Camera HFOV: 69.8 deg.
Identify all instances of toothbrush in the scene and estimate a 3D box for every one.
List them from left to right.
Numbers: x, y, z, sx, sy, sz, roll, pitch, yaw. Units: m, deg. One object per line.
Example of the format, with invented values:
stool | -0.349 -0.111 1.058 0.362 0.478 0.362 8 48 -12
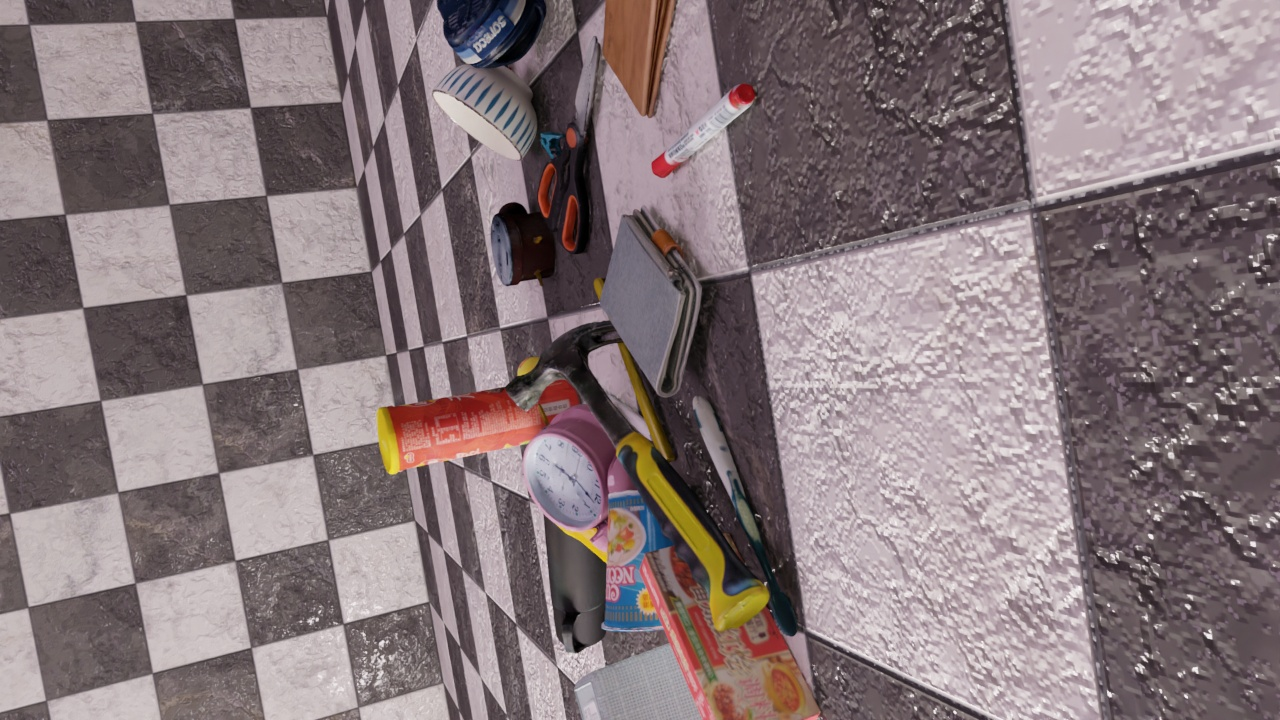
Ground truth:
toothbrush | -0.024 0.045 0.889 0.180 0.016 0.016 -148 47 -62
toothbrush | -0.005 0.005 0.827 0.016 0.016 0.190 119 135 -57
toothbrush | 0.074 0.110 0.675 0.018 0.016 0.191 99 153 -63

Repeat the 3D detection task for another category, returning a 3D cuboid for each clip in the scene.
clip | -0.089 -0.222 0.936 0.055 0.013 0.034 -134 40 -55

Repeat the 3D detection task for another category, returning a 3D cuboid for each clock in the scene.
clock | -0.138 -0.133 1.043 0.122 0.055 0.082 -131 36 -54
clock | -0.042 0.114 0.866 0.158 0.059 0.117 31 124 23

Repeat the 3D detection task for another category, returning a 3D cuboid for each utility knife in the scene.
utility knife | -0.039 0.182 0.911 0.176 0.015 0.033 36 121 24

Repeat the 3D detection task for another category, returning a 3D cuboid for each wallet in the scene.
wallet | -0.005 -0.260 0.703 0.115 0.020 0.101 99 153 -45
wallet | 0.011 -0.052 0.729 0.129 0.037 0.107 -122 38 -47

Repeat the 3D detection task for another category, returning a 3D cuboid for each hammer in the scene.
hammer | 0.001 0.076 0.727 0.032 0.126 0.323 46 -177 -46

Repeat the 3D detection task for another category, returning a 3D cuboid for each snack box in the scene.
snack box | 0.061 0.201 0.666 0.026 0.075 0.152 105 148 -45

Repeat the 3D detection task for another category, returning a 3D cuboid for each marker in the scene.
marker | 0.041 -0.157 0.635 0.145 0.017 0.017 159 100 -68

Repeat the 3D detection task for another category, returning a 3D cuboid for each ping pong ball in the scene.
ping pong ball | -0.128 0.016 1.103 0.040 0.040 0.040 169 90 -69

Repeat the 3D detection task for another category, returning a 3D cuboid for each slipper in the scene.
slipper | -0.137 -0.343 0.906 0.095 0.105 0.252 45 -166 -30

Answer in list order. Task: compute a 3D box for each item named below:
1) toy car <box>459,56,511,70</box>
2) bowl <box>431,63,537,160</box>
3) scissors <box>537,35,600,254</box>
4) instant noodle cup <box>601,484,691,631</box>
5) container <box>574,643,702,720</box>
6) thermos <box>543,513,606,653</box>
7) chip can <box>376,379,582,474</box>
toy car | -0.171 -0.310 1.050 0.045 0.052 0.121 19 126 42
bowl | -0.157 -0.275 0.982 0.066 0.116 0.116 -55 24 -6
scissors | -0.051 -0.189 0.857 0.139 0.021 0.236 67 152 10
instant noodle cup | 0.012 0.161 0.759 0.099 0.099 0.110 150 117 -68
container | 0.010 0.295 0.788 0.090 0.111 0.090 122 134 -60
thermos | -0.071 0.206 0.999 0.089 0.068 0.243 -77 -14 -67
chip can | -0.173 0.066 1.000 0.073 0.216 0.073 169 90 -68
